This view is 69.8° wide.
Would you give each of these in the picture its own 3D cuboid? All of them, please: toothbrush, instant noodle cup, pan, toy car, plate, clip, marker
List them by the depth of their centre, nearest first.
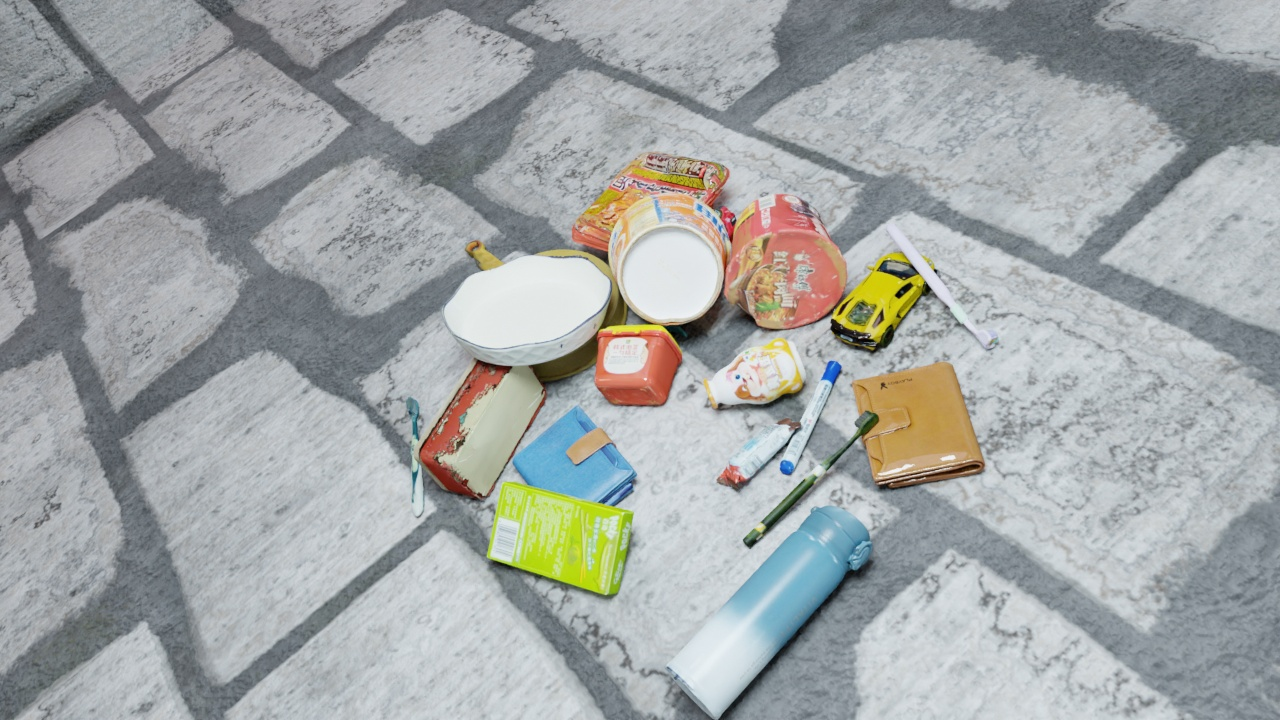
[{"bbox_3d":[0.169,0.117,0.918,0.185,0.012,0.017,-44,35,-4],"label":"toothbrush"},{"bbox_3d":[0.182,0.060,0.981,0.017,0.017,0.145,12,57,32],"label":"marker"},{"bbox_3d":[0.327,-0.087,1.008,0.021,0.029,0.189,-38,58,12],"label":"toothbrush"},{"bbox_3d":[0.276,-0.074,1.040,0.071,0.041,0.155,28,64,37],"label":"toy car"},{"bbox_3d":[0.167,-0.123,1.073,0.138,0.138,0.108,-13,38,13],"label":"instant noodle cup"},{"bbox_3d":[0.035,-0.115,1.084,0.151,0.151,0.111,-18,19,8],"label":"instant noodle cup"},{"bbox_3d":[-0.133,-0.060,1.106,0.205,0.046,0.204,-6,35,4],"label":"plate"},{"bbox_3d":[0.035,-0.039,1.136,0.041,0.014,0.056,-35,47,-9],"label":"clip"},{"bbox_3d":[-0.281,0.115,1.137,0.016,0.018,0.191,-21,45,5],"label":"toothbrush"},{"bbox_3d":[0.083,-0.148,1.182,0.045,0.053,0.120,35,64,17],"label":"toy car"},{"bbox_3d":[0.018,-0.194,1.233,0.165,0.079,0.188,22,61,38],"label":"instant noodle cup"},{"bbox_3d":[-0.159,-0.096,1.252,0.197,0.078,0.357,-36,52,-14],"label":"pan"}]

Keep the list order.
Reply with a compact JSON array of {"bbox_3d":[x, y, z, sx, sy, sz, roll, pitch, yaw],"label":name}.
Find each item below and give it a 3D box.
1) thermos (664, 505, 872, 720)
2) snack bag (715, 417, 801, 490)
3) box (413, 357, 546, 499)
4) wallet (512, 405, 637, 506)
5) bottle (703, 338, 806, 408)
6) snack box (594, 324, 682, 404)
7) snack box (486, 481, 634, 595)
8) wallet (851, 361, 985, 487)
[{"bbox_3d":[0.120,0.222,0.831,0.220,0.070,0.070,-42,47,-15],"label":"thermos"},{"bbox_3d":[0.125,0.095,0.966,0.105,0.026,0.045,-41,12,-12],"label":"snack bag"},{"bbox_3d":[-0.179,0.072,1.078,0.079,0.091,0.168,7,54,33],"label":"box"},{"bbox_3d":[-0.074,0.121,1.028,0.106,0.040,0.133,-39,48,-6],"label":"wallet"},{"bbox_3d":[0.125,0.019,1.010,0.108,0.063,0.063,-21,46,6],"label":"bottle"},{"bbox_3d":[-0.006,0.006,1.070,0.091,0.082,0.080,0,61,25],"label":"snack box"},{"bbox_3d":[-0.085,0.183,0.959,0.157,0.026,0.085,8,86,30],"label":"snack box"},{"bbox_3d":[0.277,0.064,0.927,0.108,0.031,0.131,-12,45,13],"label":"wallet"}]
